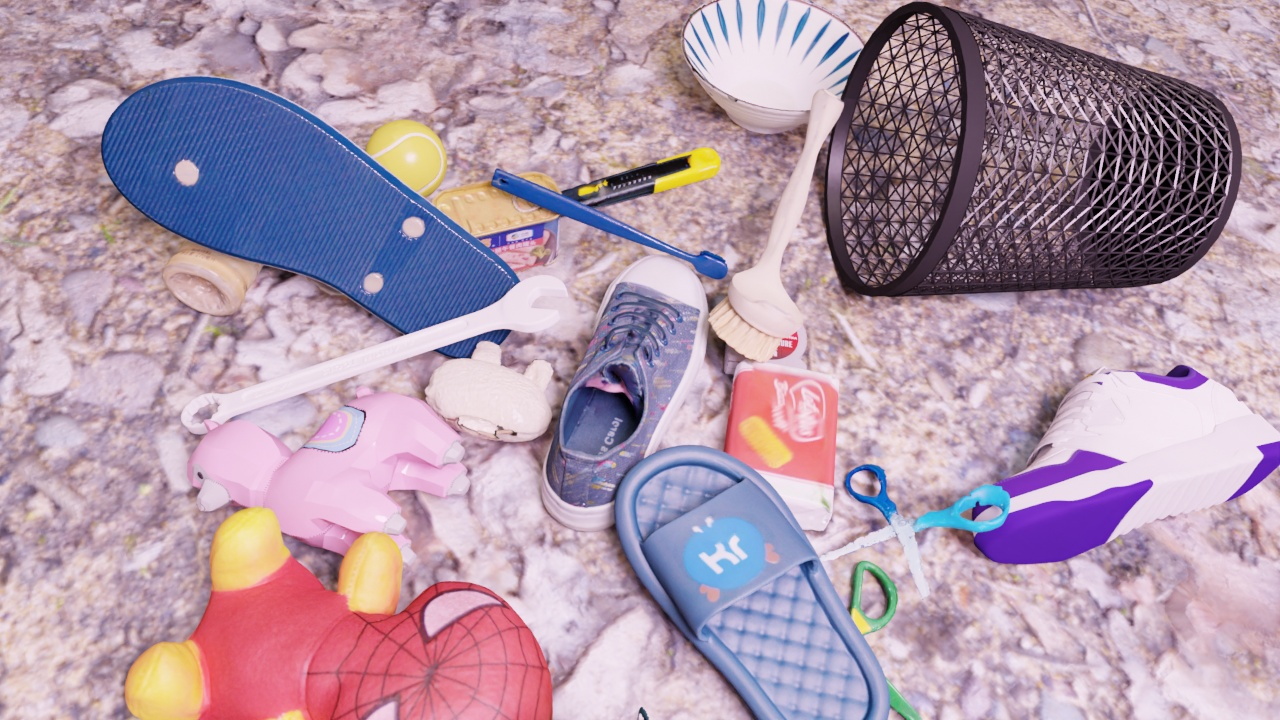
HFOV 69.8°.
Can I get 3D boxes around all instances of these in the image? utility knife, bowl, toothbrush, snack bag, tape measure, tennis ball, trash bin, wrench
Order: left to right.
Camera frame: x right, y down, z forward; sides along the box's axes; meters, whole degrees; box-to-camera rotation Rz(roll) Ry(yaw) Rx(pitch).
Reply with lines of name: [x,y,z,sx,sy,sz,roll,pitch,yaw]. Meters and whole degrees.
wrench: [-0.180,-0.003,0.631,0.273,0.009,0.047,-19,48,-5]
tennis ball: [-0.191,-0.162,0.746,0.065,0.065,0.065,3,54,-5]
trash bin: [-0.064,0.288,0.373,0.218,0.197,0.199,-18,58,-11]
toothbrush: [-0.022,-0.104,0.693,0.190,0.016,0.017,22,29,-4]
utility knife: [-0.008,-0.152,0.792,0.174,0.020,0.028,-21,58,-19]
tape measure: [0.096,-0.012,0.702,0.060,0.020,0.062,8,53,-1]
bowl: [0.120,-0.262,0.854,0.177,0.071,0.177,3,54,-5]
snack bag: [0.098,0.057,0.644,0.077,0.036,0.115,11,54,1]
trash bin: [0.303,-0.149,0.723,0.243,0.218,0.216,4,54,-13]

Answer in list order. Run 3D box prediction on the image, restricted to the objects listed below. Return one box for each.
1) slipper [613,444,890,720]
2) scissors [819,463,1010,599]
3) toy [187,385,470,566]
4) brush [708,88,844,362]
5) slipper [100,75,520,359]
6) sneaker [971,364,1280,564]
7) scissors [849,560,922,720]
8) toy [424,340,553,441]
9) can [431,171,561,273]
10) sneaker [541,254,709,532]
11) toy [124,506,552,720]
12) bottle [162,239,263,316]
slipper: [0.070,0.137,0.551,0.103,0.059,0.213,-33,72,-16]
scissors: [0.173,0.104,0.603,0.127,0.014,0.133,-28,32,8]
toy: [-0.198,0.066,0.583,0.157,0.067,0.123,23,53,14]
brush: [0.116,-0.114,0.710,0.062,0.078,0.271,35,57,-21]
slipper: [-0.216,-0.100,0.647,0.295,0.118,0.060,31,13,-17]
sneaker: [0.323,0.059,0.642,0.244,0.092,0.111,-12,53,-17]
scissors: [0.121,0.178,0.575,0.127,0.011,0.125,16,55,7]
toy: [-0.103,0.028,0.625,0.087,0.050,0.112,19,40,-5]
can: [-0.110,-0.103,0.718,0.099,0.059,0.054,-16,58,-18]
sneaker: [-0.004,0.004,0.642,0.087,0.079,0.234,17,54,5]
toy: [-0.149,0.170,0.494,0.216,0.099,0.147,18,65,7]
bottle: [-0.298,-0.111,0.701,0.056,0.057,0.161,13,54,2]
